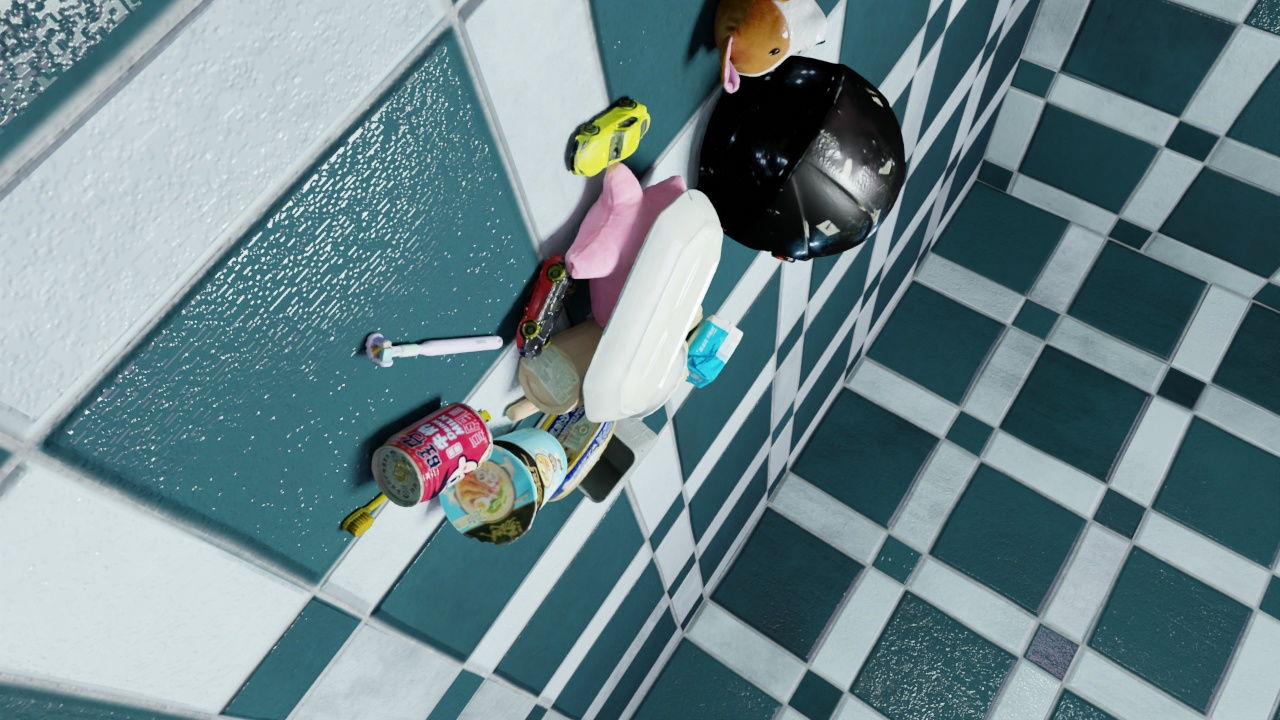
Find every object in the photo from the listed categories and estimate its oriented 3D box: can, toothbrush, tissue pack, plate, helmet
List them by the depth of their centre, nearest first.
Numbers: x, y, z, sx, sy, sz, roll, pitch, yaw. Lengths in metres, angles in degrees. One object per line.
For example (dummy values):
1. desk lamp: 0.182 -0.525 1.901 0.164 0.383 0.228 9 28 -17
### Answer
1. toothbrush: -0.172 -0.013 0.799 0.021 0.029 0.189 -23 175 21
2. can: -0.188 0.085 0.828 0.093 0.066 0.067 -34 148 -51
3. toothbrush: -0.208 0.105 0.881 0.189 0.016 0.016 -42 155 -41
4. plate: 0.021 -0.048 0.961 0.266 0.034 0.162 -65 159 7
5. can: -0.087 0.096 1.087 0.148 0.075 0.049 -54 157 -15
6. helmet: 0.204 -0.234 1.100 0.274 0.230 0.233 28 93 -32
7. tissue pack: 0.095 -0.013 1.364 0.090 0.063 0.140 -57 -178 -9

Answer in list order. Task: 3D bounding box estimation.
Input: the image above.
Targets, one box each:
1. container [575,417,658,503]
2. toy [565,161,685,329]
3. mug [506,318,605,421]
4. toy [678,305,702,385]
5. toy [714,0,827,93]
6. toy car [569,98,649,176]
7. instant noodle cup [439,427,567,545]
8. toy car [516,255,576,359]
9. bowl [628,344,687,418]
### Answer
1. container: -0.041 0.114 1.189 0.090 0.090 0.114 -52 169 19
2. toy: -0.020 -0.112 0.946 0.194 0.075 0.179 -14 124 -60
3. mug: -0.082 0.017 0.998 0.125 0.084 0.103 -40 172 34
4. toy: 0.050 -0.021 1.275 0.105 0.066 0.156 101 11 -50
5. toy: 0.140 -0.369 0.921 0.139 0.130 0.200 -42 164 -55
6. toy car: -0.027 -0.206 0.859 0.105 0.032 0.048 -43 155 -37
7. instant noodle cup: -0.136 0.122 0.973 0.111 0.111 0.120 -67 168 19
8. toy car: -0.096 -0.052 0.906 0.106 0.031 0.049 -68 162 -7
9. bowl: -0.007 0.007 1.151 0.064 0.118 0.118 37 81 -31
